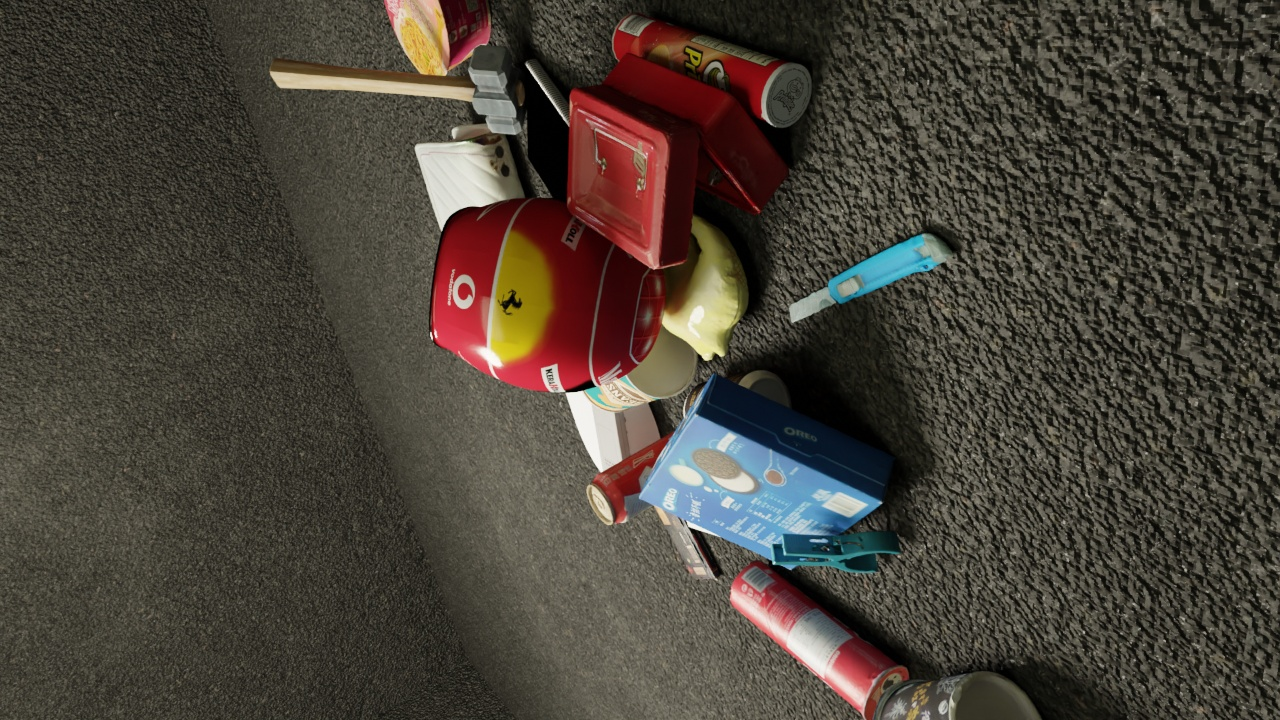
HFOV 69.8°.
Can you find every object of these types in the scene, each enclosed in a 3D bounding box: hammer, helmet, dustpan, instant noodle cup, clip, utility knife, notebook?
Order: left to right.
[{"bbox_3d":[-0.304,-0.347,1.147,0.117,0.323,0.051,80,-161,-67],"label":"hammer"},{"bbox_3d":[-0.257,-0.456,1.170,0.178,0.077,0.179,43,149,33],"label":"instant noodle cup"},{"bbox_3d":[-0.085,-0.069,0.960,0.270,0.225,0.198,-44,-36,-79],"label":"helmet"},{"bbox_3d":[-0.092,-0.243,1.103,0.206,0.016,0.149,58,156,32],"label":"notebook"},{"bbox_3d":[-0.049,0.046,1.339,0.192,0.053,0.257,-36,72,64],"label":"dustpan"},{"bbox_3d":[0.206,0.185,0.918,0.121,0.130,0.031,-38,44,49],"label":"clip"},{"bbox_3d":[0.190,-0.067,0.803,0.031,0.015,0.225,66,155,3],"label":"utility knife"},{"bbox_3d":[0.311,0.363,0.878,0.137,0.137,0.113,54,145,16],"label":"instant noodle cup"}]

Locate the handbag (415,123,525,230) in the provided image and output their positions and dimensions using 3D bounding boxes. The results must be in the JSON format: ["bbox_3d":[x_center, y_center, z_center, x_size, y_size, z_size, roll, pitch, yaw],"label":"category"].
[{"bbox_3d":[-0.221,-0.232,1.305,0.142,0.096,0.199,11,125,41],"label":"handbag"}]

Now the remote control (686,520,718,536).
[{"bbox_3d":[0.097,0.204,1.217,0.143,0.024,0.049,0,114,63],"label":"remote control"}]

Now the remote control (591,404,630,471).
[{"bbox_3d":[-0.038,0.100,1.258,0.074,0.019,0.151,21,123,60],"label":"remote control"}]

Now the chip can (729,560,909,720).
[{"bbox_3d":[0.203,0.326,1.088,0.233,0.073,0.073,31,140,48],"label":"chip can"}]

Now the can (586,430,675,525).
[{"bbox_3d":[0.019,0.138,1.130,0.067,0.169,0.067,44,148,36],"label":"can"}]

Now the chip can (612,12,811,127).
[{"bbox_3d":[0.056,-0.262,0.814,0.215,0.051,0.052,37,144,42],"label":"chip can"}]

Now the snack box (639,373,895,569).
[{"bbox_3d":[0.120,0.125,0.958,0.195,0.056,0.239,25,149,-1],"label":"snack box"}]

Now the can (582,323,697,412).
[{"bbox_3d":[-0.007,0.007,1.131,0.099,0.099,0.144,63,154,-2],"label":"can"}]

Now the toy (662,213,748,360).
[{"bbox_3d":[0.057,-0.076,0.979,0.171,0.064,0.155,-21,90,64],"label":"toy"}]

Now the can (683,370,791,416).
[{"bbox_3d":[0.104,0.052,1.005,0.072,0.071,0.129,65,154,-5],"label":"can"}]

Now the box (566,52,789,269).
[{"bbox_3d":[0.034,-0.191,0.819,0.157,0.155,0.147,41,141,42],"label":"box"}]

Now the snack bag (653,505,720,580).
[{"bbox_3d":[0.060,0.250,1.335,0.155,0.018,0.075,62,154,0],"label":"snack bag"}]
